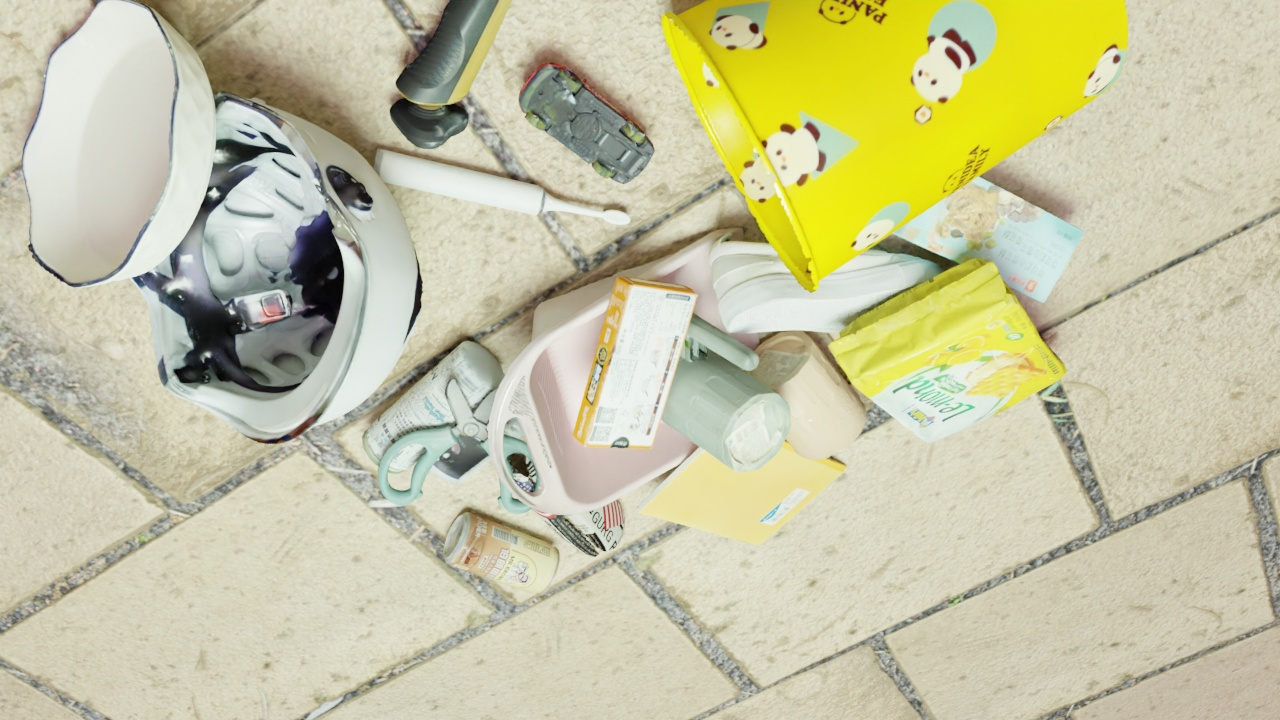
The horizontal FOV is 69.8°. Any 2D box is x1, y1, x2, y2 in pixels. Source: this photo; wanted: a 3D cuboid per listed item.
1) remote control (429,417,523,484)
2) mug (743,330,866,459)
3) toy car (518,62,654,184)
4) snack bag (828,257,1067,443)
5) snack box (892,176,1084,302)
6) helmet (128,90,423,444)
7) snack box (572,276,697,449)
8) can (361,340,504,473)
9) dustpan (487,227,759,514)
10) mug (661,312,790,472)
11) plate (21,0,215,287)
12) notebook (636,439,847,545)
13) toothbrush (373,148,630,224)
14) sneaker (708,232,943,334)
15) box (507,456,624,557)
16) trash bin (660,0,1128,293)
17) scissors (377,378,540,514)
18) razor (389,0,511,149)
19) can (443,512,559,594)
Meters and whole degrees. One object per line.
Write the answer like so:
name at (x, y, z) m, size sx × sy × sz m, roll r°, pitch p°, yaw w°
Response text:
remote control at (-0.155, 0.070, 0.925) m, size 0.150 × 0.021 × 0.058 m, roll -38°, pitch 120°, yaw 17°
mug at (0.172, 0.018, 0.899) m, size 0.124 × 0.084 × 0.103 m, roll -49°, pitch 120°, yaw -13°
toy car at (-0.045, -0.194, 0.748) m, size 0.120 × 0.045 × 0.053 m, roll 33°, pitch 112°, yaw -31°
snack bag at (0.297, -0.005, 0.869) m, size 0.158 × 0.068 × 0.246 m, roll -30°, pitch 145°, yaw 23°
snack box at (0.309, -0.119, 0.831) m, size 0.174 × 0.051 × 0.074 m, roll 20°, pitch 104°, yaw -19°
helmet at (-0.264, -0.066, 0.715) m, size 0.229 × 0.145 × 0.258 m, roll -47°, pitch 74°, yaw 22°
snack box at (-0.005, 0.005, 0.809) m, size 0.075 × 0.026 × 0.154 m, roll 5°, pitch 109°, yaw -36°
can at (-0.199, 0.046, 0.881) m, size 0.147 × 0.058 × 0.058 m, roll -39°, pitch 120°, yaw 18°
dustpan at (0.000, 0.032, 0.850) m, size 0.273 × 0.138 × 0.223 m, roll -15°, pitch 124°, yaw 4°
mug at (0.072, 0.027, 0.825) m, size 0.083 × 0.103 × 0.124 m, roll -23°, pitch 125°, yaw -25°
plate at (-0.376, -0.152, 0.662) m, size 0.205 × 0.205 × 0.045 m, roll -46°, pitch 153°, yaw 22°
notebook at (0.112, 0.135, 0.973) m, size 0.206 × 0.010 × 0.146 m, roll 23°, pitch 119°, yaw -41°
toothbrush at (-0.115, -0.143, 0.785) m, size 0.221 × 0.026 × 0.027 m, roll 10°, pitch 100°, yaw -14°
sneaker at (0.168, -0.082, 0.839) m, size 0.241 × 0.090 × 0.090 m, roll -5°, pitch 155°, yaw -27°
box at (-0.089, 0.149, 0.969) m, size 0.088 × 0.076 × 0.163 m, roll -15°, pitch 129°, yaw 29°
trash bin at (0.180, -0.210, 0.669) m, size 0.255 × 0.229 × 0.230 m, roll -29°, pitch 123°, yaw 6°
scissors at (-0.155, 0.098, 0.876) m, size 0.181 × 0.019 × 0.170 m, roll 35°, pitch 110°, yaw -25°
razor at (-0.135, -0.242, 0.706) m, size 0.067 × 0.062 × 0.168 m, roll 10°, pitch 121°, yaw -50°
can at (-0.151, 0.210, 0.997) m, size 0.116 × 0.058 × 0.059 m, roll 26°, pitch 117°, yaw -23°
